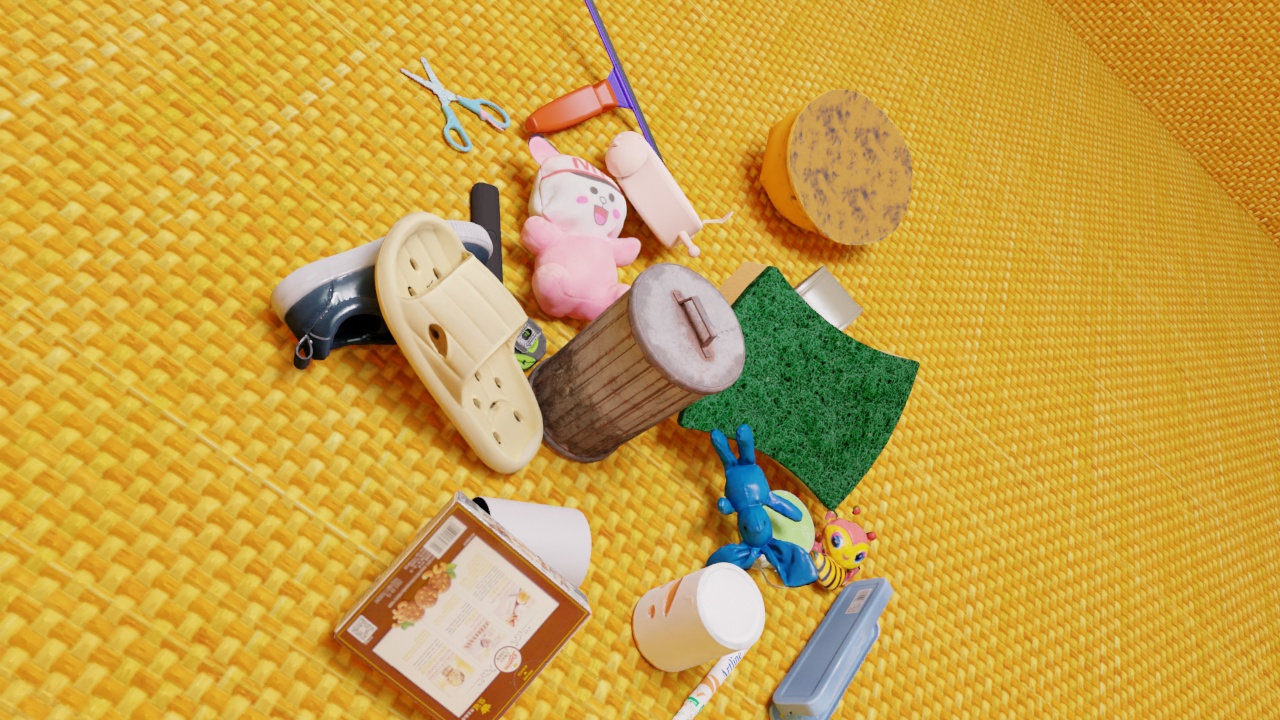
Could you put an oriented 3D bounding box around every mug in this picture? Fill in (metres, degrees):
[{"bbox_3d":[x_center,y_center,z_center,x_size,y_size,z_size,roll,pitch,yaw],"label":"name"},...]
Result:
[{"bbox_3d":[0.054,0.244,0.871,0.082,0.106,0.082,19,54,-28],"label":"mug"},{"bbox_3d":[-0.108,0.182,0.812,0.096,0.079,0.112,13,86,-32],"label":"mug"}]

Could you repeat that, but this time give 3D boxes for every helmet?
[{"bbox_3d":[0.256,-0.270,1.308,0.255,0.131,0.205,13,88,-38],"label":"helmet"}]

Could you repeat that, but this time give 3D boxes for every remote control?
[{"bbox_3d":[-0.163,-0.127,0.983,0.033,0.015,0.146,12,58,-33],"label":"remote control"}]

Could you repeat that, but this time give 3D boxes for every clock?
[{"bbox_3d":[0.150,0.194,1.019,0.094,0.043,0.119,21,54,-26],"label":"clock"},{"bbox_3d":[0.026,-0.207,1.096,0.160,0.086,0.131,46,12,-13],"label":"clock"}]

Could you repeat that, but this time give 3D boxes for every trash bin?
[{"bbox_3d":[-0.005,0.005,0.887,0.130,0.212,0.130,21,53,-30],"label":"trash bin"}]

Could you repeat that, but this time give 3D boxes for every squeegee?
[{"bbox_3d":[-0.076,-0.314,1.133,0.184,0.055,0.249,-37,108,-44],"label":"squeegee"}]

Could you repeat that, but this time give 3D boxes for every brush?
[{"bbox_3d":[0.167,0.029,1.030,0.250,0.075,0.195,30,91,-20],"label":"brush"}]

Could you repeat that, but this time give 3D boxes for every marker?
[{"bbox_3d":[0.074,0.314,0.908,0.017,0.017,0.145,54,46,1],"label":"marker"}]

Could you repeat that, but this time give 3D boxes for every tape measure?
[{"bbox_3d":[-0.127,-0.021,0.935,0.065,0.036,0.058,36,47,-14],"label":"tape measure"}]

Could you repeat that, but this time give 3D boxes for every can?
[{"bbox_3d":[0.203,-0.052,1.145,0.073,0.128,0.127,51,46,1],"label":"can"}]

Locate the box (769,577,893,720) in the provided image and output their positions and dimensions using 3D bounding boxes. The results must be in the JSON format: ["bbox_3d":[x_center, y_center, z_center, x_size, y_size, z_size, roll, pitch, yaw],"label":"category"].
[{"bbox_3d":[0.217,0.326,0.983,0.209,0.073,0.079,-37,104,-45],"label":"box"}]

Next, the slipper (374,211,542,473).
[{"bbox_3d":[-0.144,-0.009,0.823,0.111,0.079,0.261,-48,124,-42],"label":"slipper"}]

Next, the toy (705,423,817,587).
[{"bbox_3d":[0.109,0.156,0.957,0.071,0.113,0.176,35,39,-78],"label":"toy"}]

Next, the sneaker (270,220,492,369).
[{"bbox_3d":[-0.223,-0.061,0.852,0.234,0.089,0.087,-27,79,-38],"label":"sneaker"}]

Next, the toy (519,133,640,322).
[{"bbox_3d":[-0.072,-0.143,1.017,0.141,0.084,0.212,14,59,-35],"label":"toy"}]

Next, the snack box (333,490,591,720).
[{"bbox_3d":[-0.139,0.205,0.734,0.147,0.041,0.143,42,87,-10],"label":"snack box"}]

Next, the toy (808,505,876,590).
[{"bbox_3d":[0.229,0.221,1.062,0.103,0.046,0.084,-41,115,-34],"label":"toy"}]

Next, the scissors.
[{"bbox_3d":[-0.216,-0.284,1.042,0.138,0.015,0.119,23,52,-18],"label":"scissors"}]
